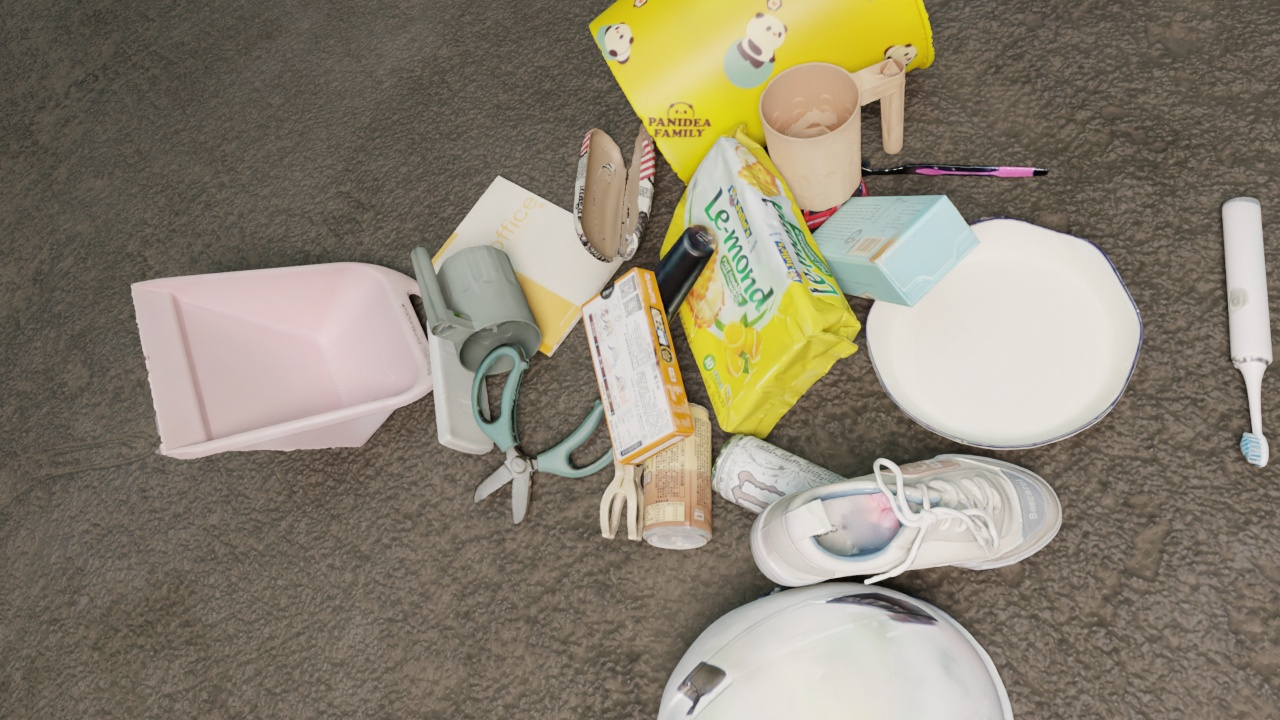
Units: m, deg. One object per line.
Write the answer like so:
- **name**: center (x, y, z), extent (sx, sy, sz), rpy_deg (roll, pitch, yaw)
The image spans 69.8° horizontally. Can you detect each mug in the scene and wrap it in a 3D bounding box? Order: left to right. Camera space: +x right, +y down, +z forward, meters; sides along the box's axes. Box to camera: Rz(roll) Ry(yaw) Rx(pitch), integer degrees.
- **mug**: center (-0.164, -0.056, 0.893), extent (0.084, 0.123, 0.103), rpy_deg (-39, 55, 23)
- **mug**: center (0.170, -0.200, 0.802), extent (0.125, 0.103, 0.084), rpy_deg (-21, 60, 4)

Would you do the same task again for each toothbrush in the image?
- **toothbrush**: center (0.277, -0.179, 0.854), extent (0.189, 0.014, 0.017), rpy_deg (6, 55, 23)
- **toothbrush**: center (0.462, -0.025, 0.696), extent (0.026, 0.027, 0.220), rpy_deg (15, 68, -9)

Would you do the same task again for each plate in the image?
- **plate**: center (0.292, -0.019, 0.750), extent (0.205, 0.045, 0.204), rpy_deg (-9, 61, 17)

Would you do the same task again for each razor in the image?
- **razor**: center (0.017, -0.055, 0.828), extent (0.062, 0.168, 0.067), rpy_deg (41, 39, 7)

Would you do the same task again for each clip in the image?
- **clip**: center (-0.013, 0.107, 0.805), extent (0.034, 0.066, 0.099), rpy_deg (1, 77, 22)

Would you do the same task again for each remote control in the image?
- **remote control**: center (-0.180, 0.022, 0.909), extent (0.021, 0.058, 0.149), rpy_deg (-33, 54, 30)

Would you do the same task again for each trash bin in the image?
- **trash bin**: center (0.106, -0.311, 0.872), extent (0.255, 0.229, 0.229), rpy_deg (-31, 58, 11)

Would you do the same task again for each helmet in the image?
- **helmet**: center (0.121, 0.254, 0.621), extent (0.259, 0.146, 0.228), rpy_deg (-27, 59, 7)

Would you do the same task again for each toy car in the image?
- **toy car**: center (0.154, -0.149, 0.870), extent (0.121, 0.045, 0.052), rpy_deg (-19, 58, 14)

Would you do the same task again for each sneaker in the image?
- **sneaker**: center (0.201, 0.104, 0.642), extent (0.242, 0.091, 0.089), rpy_deg (-5, 66, -16)

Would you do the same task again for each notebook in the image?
- **notebook**: center (-0.125, -0.106, 0.978), extent (0.206, 0.010, 0.145), rpy_deg (31, 80, 30)

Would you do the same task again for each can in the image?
- **can**: center (0.032, 0.099, 0.786), extent (0.059, 0.058, 0.116), rpy_deg (-7, 63, 18)
- **can**: center (0.132, 0.111, 0.740), extent (0.147, 0.058, 0.058), rpy_deg (24, 75, 29)

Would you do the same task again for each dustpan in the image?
- **dustpan**: center (-0.334, -0.025, 0.910), extent (0.139, 0.273, 0.222), rpy_deg (-47, 57, 24)

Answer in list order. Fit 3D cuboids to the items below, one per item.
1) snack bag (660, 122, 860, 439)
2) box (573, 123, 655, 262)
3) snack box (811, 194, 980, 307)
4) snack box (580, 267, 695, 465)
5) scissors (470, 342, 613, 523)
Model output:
- **snack bag**: center (0.096, -0.066, 0.798), extent (0.068, 0.158, 0.246), rpy_deg (-2, 56, -27)
- **box**: center (-0.033, -0.172, 0.930), extent (0.087, 0.076, 0.162), rpy_deg (7, 59, -8)
- **snack box**: center (0.198, -0.094, 0.762), extent (0.074, 0.051, 0.175), rpy_deg (-43, 15, -2)
- **snack box**: center (-0.005, 0.005, 0.779), extent (0.075, 0.026, 0.153), rpy_deg (-32, 62, 39)
- **scissors**: center (-0.083, 0.065, 0.854), extent (0.181, 0.019, 0.170), rpy_deg (-3, 81, 8)
